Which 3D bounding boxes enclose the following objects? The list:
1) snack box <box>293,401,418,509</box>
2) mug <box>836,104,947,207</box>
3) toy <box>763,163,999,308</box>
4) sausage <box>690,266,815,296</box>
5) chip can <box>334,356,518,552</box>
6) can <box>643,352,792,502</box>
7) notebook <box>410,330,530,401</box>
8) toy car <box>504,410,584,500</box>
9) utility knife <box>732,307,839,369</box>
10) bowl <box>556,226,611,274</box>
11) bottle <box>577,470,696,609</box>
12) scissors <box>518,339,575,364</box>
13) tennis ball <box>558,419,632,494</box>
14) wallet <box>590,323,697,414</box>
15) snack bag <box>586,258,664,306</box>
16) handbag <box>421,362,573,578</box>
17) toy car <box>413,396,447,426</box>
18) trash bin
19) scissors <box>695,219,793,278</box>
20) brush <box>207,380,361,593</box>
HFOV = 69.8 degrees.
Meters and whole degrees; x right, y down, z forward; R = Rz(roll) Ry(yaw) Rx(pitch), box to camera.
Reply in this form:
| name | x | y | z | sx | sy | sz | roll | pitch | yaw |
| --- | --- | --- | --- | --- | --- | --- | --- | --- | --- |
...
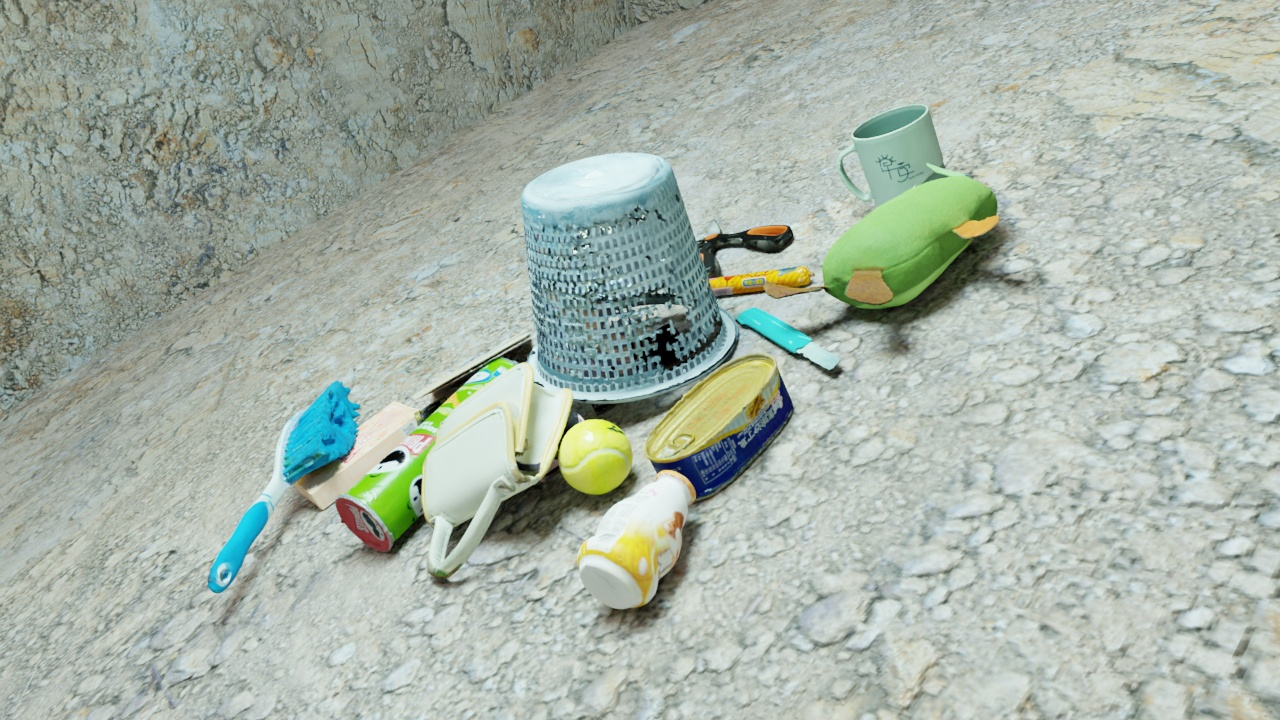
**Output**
| name | x | y | z | sx | sy | sz | roll | pitch | yaw |
| --- | --- | --- | --- | --- | --- | --- | --- | --- | --- |
| snack box | -0.332 | 0.109 | 1.087 | 0.157 | 0.026 | 0.085 | -40 | 28 | -27 |
| mug | 0.278 | -0.213 | 1.019 | 0.112 | 0.106 | 0.082 | -11 | 30 | 29 |
| toy | 0.248 | -0.109 | 0.870 | 0.246 | 0.090 | 0.227 | -33 | 15 | -21 |
| sausage | 0.122 | -0.087 | 1.029 | 0.165 | 0.021 | 0.021 | -4 | 33 | 40 |
| chip can | -0.205 | 0.090 | 0.947 | 0.072 | 0.072 | 0.235 | -3 | 33 | 42 |
| can | 0.068 | 0.055 | 0.773 | 0.147 | 0.049 | 0.075 | -42 | 28 | -30 |
| notebook | -0.195 | 0.004 | 1.092 | 0.147 | 0.008 | 0.208 | -30 | 4 | -5 |
| toy car | -0.102 | 0.095 | 0.881 | 0.122 | 0.037 | 0.056 | -35 | 25 | 12 |
| utility knife | 0.140 | -0.023 | 0.897 | 0.029 | 0.013 | 0.209 | -30 | 22 | -7 |
| bowl | -0.071 | -0.145 | 1.284 | 0.113 | 0.062 | 0.113 | -20 | 26 | 10 |
| bottle | 0.002 | 0.129 | 0.678 | 0.063 | 0.063 | 0.108 | -4 | 33 | 40 |
| scissors | -0.135 | 0.008 | 1.107 | 0.133 | 0.017 | 0.128 | -19 | 23 | 8 |
| tennis ball | -0.039 | 0.084 | 0.802 | 0.065 | 0.065 | 0.065 | -22 | 25 | 11 |
| wallet | -0.006 | 0.006 | 0.979 | 0.122 | 0.020 | 0.096 | -27 | 30 | -4 |
| snack bag | -0.046 | -0.097 | 1.196 | 0.191 | 0.039 | 0.110 | -26 | 30 | 6 |
| handbag | -0.145 | 0.102 | 0.821 | 0.164 | 0.063 | 0.178 | -32 | 34 | 42 |
| toy car | -0.230 | 0.073 | 1.045 | 0.043 | 0.036 | 0.091 | -28 | 24 | -5 |
| trash bin | -0.026 | -0.095 | 0.927 | 0.227 | 0.195 | 0.226 | -9 | 29 | 5 |
| scissors | 0.106 | -0.147 | 1.171 | 0.222 | 0.022 | 0.220 | -9 | 24 | 29 |
| brush | -0.386 | 0.129 | 1.013 | 0.109 | 0.060 | 0.314 | -31 | 26 | 7 |
